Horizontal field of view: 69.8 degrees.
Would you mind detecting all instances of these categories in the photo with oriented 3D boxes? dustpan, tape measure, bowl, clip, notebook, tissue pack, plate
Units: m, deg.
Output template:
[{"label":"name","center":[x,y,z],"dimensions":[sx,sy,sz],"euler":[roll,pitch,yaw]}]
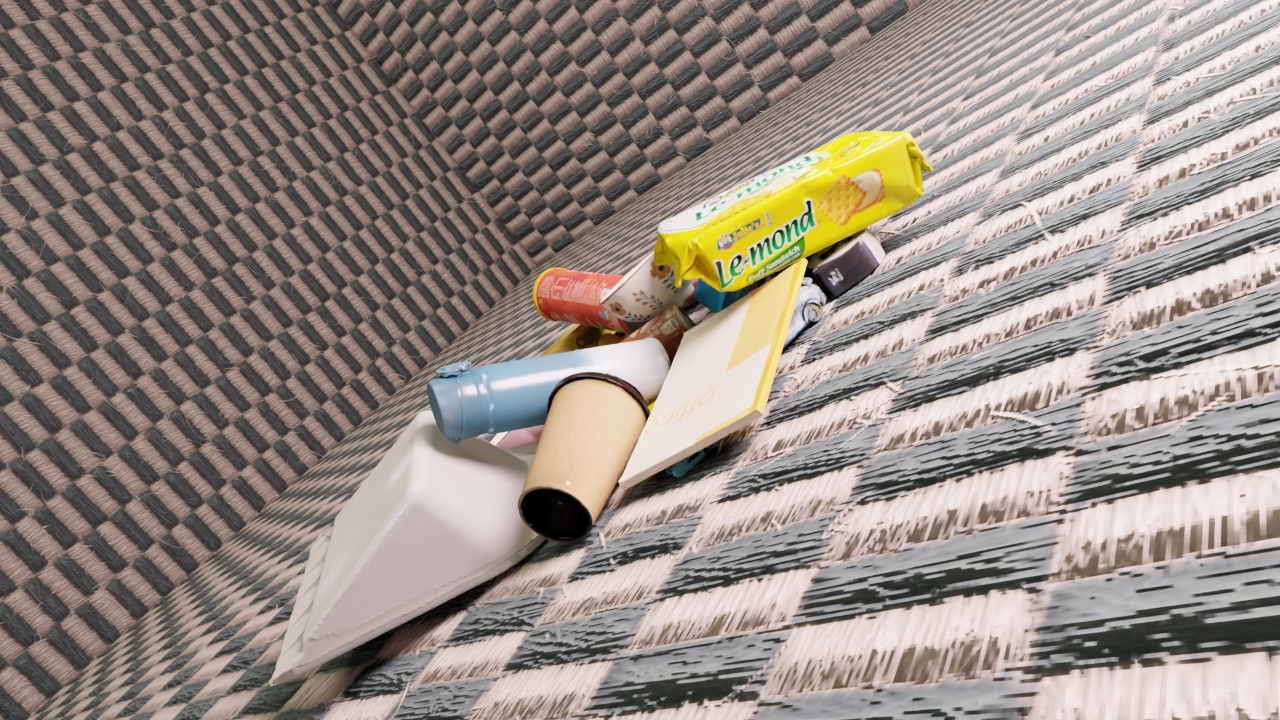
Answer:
[{"label":"dustpan","center":[-0.186,0.162,0.837],"dimensions":[0.258,0.142,0.222],"euler":[-52,20,11]},{"label":"tape measure","center":[0.182,-0.089,0.818],"dimensions":[0.066,0.033,0.065],"euler":[-37,14,9]},{"label":"bowl","center":[0.018,-0.080,0.980],"dimensions":[0.113,0.062,0.113],"euler":[-44,5,4]},{"label":"clip","center":[0.042,0.067,0.691],"dimensions":[0.057,0.014,0.046],"euler":[-41,11,-15]},{"label":"notebook","center":[0.062,0.007,0.739],"dimensions":[0.146,0.010,0.205],"euler":[-33,20,37]},{"label":"tissue pack","center":[0.107,-0.114,0.990],"dimensions":[0.139,0.063,0.090],"euler":[-55,-21,-55]},{"label":"plate","center":[-0.123,0.070,1.047],"dimensions":[0.192,0.039,0.192],"euler":[-47,7,7]}]

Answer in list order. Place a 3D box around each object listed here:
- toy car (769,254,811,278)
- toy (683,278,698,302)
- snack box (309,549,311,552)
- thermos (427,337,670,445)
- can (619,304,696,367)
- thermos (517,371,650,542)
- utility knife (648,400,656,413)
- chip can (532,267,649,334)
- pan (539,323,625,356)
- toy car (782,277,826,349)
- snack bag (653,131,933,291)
[{"label":"toy car","center":[0.177,-0.130,0.953],"dimensions":[0.070,0.042,0.157],"euler":[-23,24,38]},{"label":"toy","center":[0.074,-0.123,1.144],"dimensions":[0.195,0.074,0.178],"euler":[-32,5,29]},{"label":"snack box","center":[-0.267,0.181,0.991],"dimensions":[0.156,0.085,0.027],"euler":[-45,15,-29]},{"label":"thermos","center":[-0.081,0.024,0.836],"dimensions":[0.220,0.070,0.070],"euler":[-9,0,-23]},{"label":"can","center":[-0.006,0.006,0.949],"dimensions":[0.147,0.058,0.057],"euler":[-36,12,10]},{"label":"thermos","center":[-0.047,0.077,0.754],"dimensions":[0.093,0.093,0.142],"euler":[-30,23,33]},{"label":"utility knife","center":[0.016,0.046,0.839],"dimensions":[0.173,0.015,0.033],"euler":[-37,6,10]},{"label":"chip can","center":[-0.053,-0.075,1.136],"dimensions":[0.073,0.073,0.217],"euler":[-43,28,-22]},{"label":"pan","center":[-0.057,-0.016,1.213],"dimensions":[0.197,0.078,0.358],"euler":[-44,7,-20]},{"label":"toy car","center":[0.109,-0.024,0.785],"dimensions":[0.120,0.037,0.054],"euler":[-46,14,-20]},{"label":"snack bag","center":[0.131,-0.134,0.835],"dimensions":[0.246,0.068,0.158],"euler":[-25,15,0]}]
